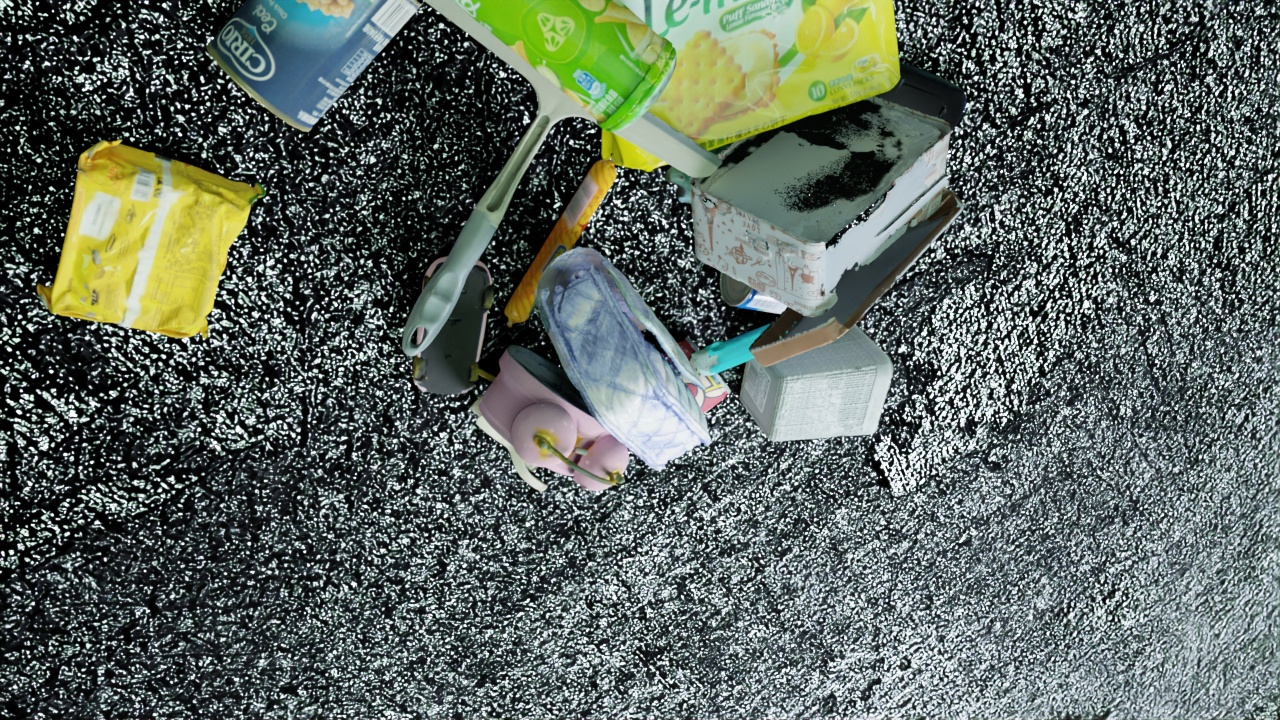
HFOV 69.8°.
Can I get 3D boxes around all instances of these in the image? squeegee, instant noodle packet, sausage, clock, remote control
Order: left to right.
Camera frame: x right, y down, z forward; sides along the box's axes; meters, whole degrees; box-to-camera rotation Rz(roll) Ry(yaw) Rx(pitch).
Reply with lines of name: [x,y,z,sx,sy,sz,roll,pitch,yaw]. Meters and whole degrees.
instant noodle packet: [-0.327,-0.079,0.614,0.110,0.044,0.129,13,119,-39]
squeegee: [-0.109,-0.109,0.674,0.246,0.039,0.247,29,103,-16]
clock: [-0.069,0.052,0.752,0.117,0.158,0.060,32,96,-41]
sausage: [-0.066,-0.095,0.744,0.021,0.021,0.165,23,110,-35]
remote control: [0.236,-0.226,0.799,0.136,0.024,0.053,7,117,-29]

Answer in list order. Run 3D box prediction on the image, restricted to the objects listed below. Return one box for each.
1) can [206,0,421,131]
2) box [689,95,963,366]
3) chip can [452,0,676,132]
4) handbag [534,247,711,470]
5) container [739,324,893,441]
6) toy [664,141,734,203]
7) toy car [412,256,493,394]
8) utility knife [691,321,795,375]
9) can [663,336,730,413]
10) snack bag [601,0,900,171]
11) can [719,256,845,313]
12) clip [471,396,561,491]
can: [-0.199,-0.209,0.567,0.111,0.075,0.075,-45,129,7]
box: [0.155,-0.094,0.747,0.182,0.153,0.178,-40,146,-24]
chip can: [-0.076,-0.234,0.572,0.221,0.072,0.073,35,102,-20]
handbag: [-0.004,0.004,0.720,0.075,0.134,0.194,-30,158,5]
container: [0.166,0.022,0.893,0.114,0.090,0.090,-6,123,-19]
toy: [0.066,-0.158,0.762,0.092,0.030,0.096,-25,137,-2]
toy car: [-0.152,-0.028,0.736,0.056,0.037,0.123,6,121,-18]
utility knife: [0.120,-0.023,0.845,0.207,0.013,0.029,-21,115,-40]
can: [0.027,0.032,0.845,0.094,0.066,0.066,-38,130,2]
snack bag: [0.071,-0.247,0.670,0.246,0.068,0.158,-19,124,-3]
can: [0.142,-0.067,0.842,0.134,0.053,0.053,7,118,-29]
clip: [-0.104,0.080,0.814,0.035,0.083,0.104,-39,141,2]
